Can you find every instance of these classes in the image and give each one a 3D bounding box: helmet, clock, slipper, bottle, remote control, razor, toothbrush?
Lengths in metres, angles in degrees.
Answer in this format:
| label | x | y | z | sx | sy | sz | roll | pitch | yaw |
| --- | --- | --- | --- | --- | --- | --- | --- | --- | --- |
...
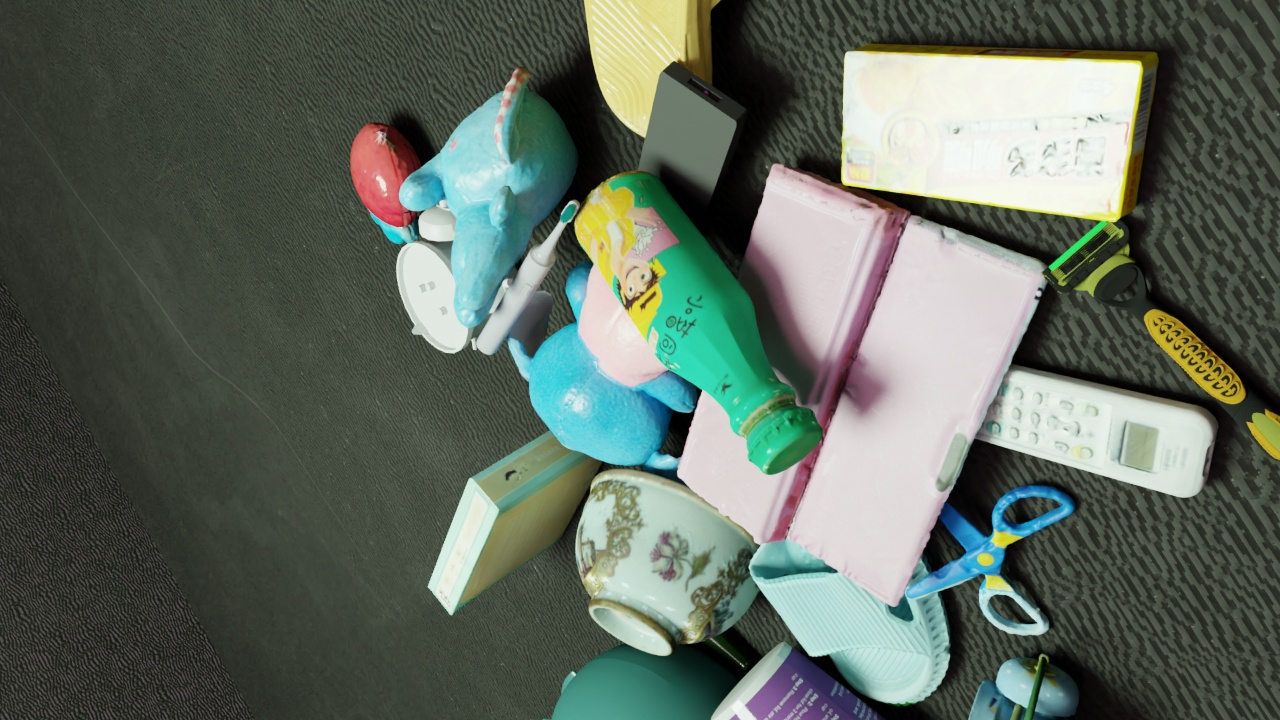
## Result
| label | x | y | z | sx | sy | sz | roll | pitch | yaw |
| --- | --- | --- | --- | --- | --- | --- | --- | --- | --- |
| helmet | 0.001 | 0.362 | 0.816 | 0.200 | 0.176 | 0.276 | 38 | 135 | 22 |
| clock | 0.228 | 0.250 | 0.566 | 0.060 | 0.117 | 0.162 | 11 | 127 | 29 |
| slipper | 0.132 | 0.128 | 0.631 | 0.116 | 0.069 | 0.276 | -10 | 104 | 45 |
| slipper | 0.016 | -0.249 | 0.529 | 0.099 | 0.078 | 0.264 | 30 | 149 | 22 |
| bottle | 0.048 | 0.225 | 0.801 | 0.123 | 0.032 | 0.033 | 38 | 135 | 24 |
| clock | -0.165 | -0.075 | 0.825 | 0.120 | 0.060 | 0.160 | 51 | 141 | 12 |
| remote control | 0.028 | -0.128 | 0.592 | 0.058 | 0.013 | 0.134 | 37 | 154 | 9 |
| razor | 0.266 | -0.006 | 0.449 | 0.144 | 0.021 | 0.044 | 49 | 115 | 13 |
| bottle | 0.035 | -0.025 | 0.561 | 0.209 | 0.068 | 0.068 | 56 | 142 | 27 |
| remote control | 0.237 | 0.032 | 0.501 | 0.133 | 0.022 | 0.050 | 17 | 123 | 39 |
| toothbrush | -0.081 | -0.056 | 0.649 | 0.018 | 0.019 | 0.188 | 39 | 141 | -3 |

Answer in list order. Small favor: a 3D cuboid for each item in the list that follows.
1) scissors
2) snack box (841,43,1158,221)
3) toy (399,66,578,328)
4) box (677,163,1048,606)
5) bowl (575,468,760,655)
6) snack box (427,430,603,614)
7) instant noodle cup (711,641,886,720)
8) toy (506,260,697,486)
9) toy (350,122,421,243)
| label | x | y | z | sx | sy | sz | roll | pitch | yaw |
| --- | --- | --- | --- | --- | --- | --- | --- | --- | --- |
| scissors | 0.215 | 0.120 | 0.565 | 0.126 | 0.013 | 0.126 | 48 | 124 | -3 |
| snack box | 0.176 | -0.121 | 0.473 | 0.152 | 0.025 | 0.075 | 18 | 124 | 39 |
| toy | -0.116 | -0.115 | 0.674 | 0.115 | 0.180 | 0.184 | 18 | 158 | -6 |
| box | 0.117 | 0.016 | 0.560 | 0.179 | 0.040 | 0.233 | 31 | 117 | 35 |
| bowl | 0.012 | 0.168 | 0.711 | 0.160 | 0.093 | 0.160 | 23 | 149 | 14 |
| snack box | -0.108 | 0.138 | 0.827 | 0.044 | 0.141 | 0.194 | 46 | 138 | 16 |
| instant noodle cup | 0.120 | 0.287 | 0.683 | 0.122 | 0.121 | 0.137 | 44 | 128 | 13 |
| toy | -0.004 | 0.004 | 0.686 | 0.224 | 0.098 | 0.192 | 44 | 127 | 15 |
| toy | -0.233 | -0.160 | 0.855 | 0.133 | 0.062 | 0.092 | 110 | 139 | -62 |
